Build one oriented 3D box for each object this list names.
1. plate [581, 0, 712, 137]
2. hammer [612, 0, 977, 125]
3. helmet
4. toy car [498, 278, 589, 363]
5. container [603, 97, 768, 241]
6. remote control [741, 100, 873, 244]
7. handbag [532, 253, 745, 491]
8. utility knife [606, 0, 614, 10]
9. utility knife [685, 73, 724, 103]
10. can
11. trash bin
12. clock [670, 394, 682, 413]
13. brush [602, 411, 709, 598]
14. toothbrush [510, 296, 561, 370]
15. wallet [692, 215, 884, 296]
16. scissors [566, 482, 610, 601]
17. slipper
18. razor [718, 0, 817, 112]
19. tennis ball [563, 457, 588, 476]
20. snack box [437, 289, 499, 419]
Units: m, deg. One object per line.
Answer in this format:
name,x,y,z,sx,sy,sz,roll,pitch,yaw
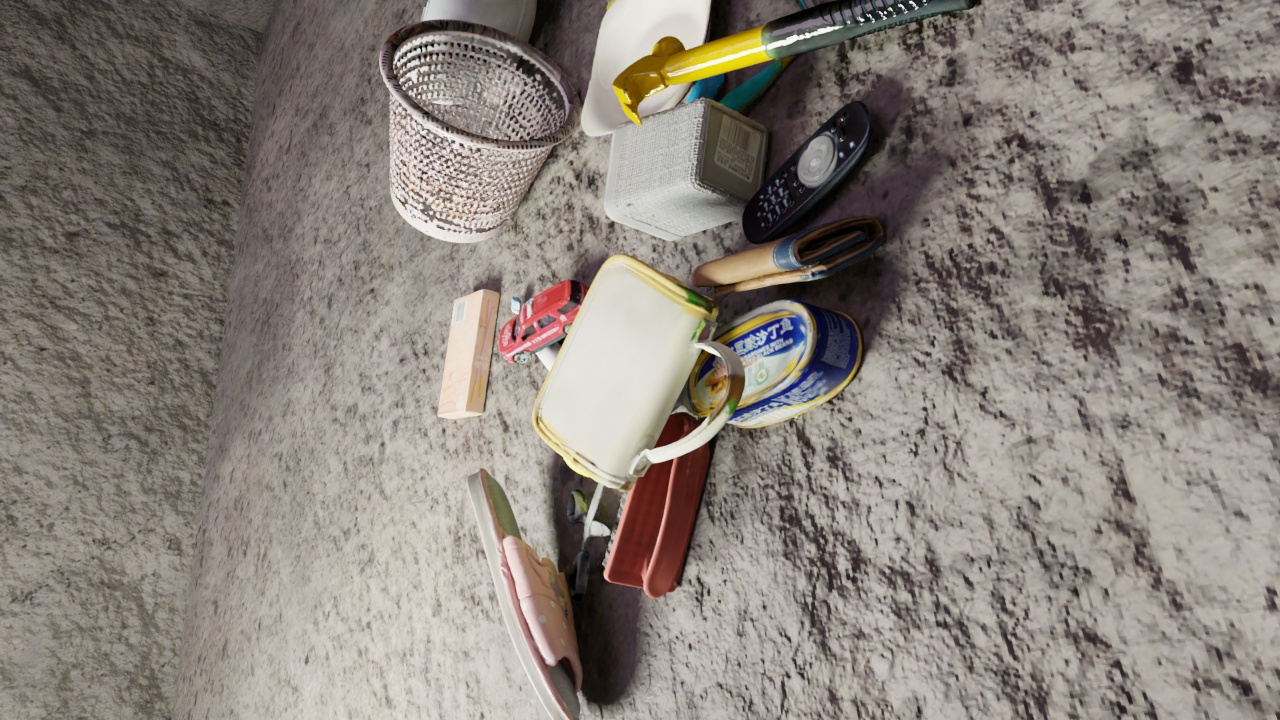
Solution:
plate,0.014,-0.297,0.897,0.165,0.034,0.163,-2,73,46
hammer,0.100,-0.241,0.695,0.301,0.033,0.128,-3,38,39
helmet,-0.215,-0.442,1.193,0.258,0.146,0.229,-60,20,-4
toy car,-0.102,-0.042,0.957,0.121,0.045,0.052,-31,40,23
container,0.041,-0.161,0.779,0.114,0.090,0.090,-4,76,52
remote control,0.128,-0.138,0.697,0.137,0.024,0.053,-43,44,38
handbag,0.009,0.020,0.700,0.179,0.063,0.163,35,102,48
utility knife,-0.018,-0.362,0.999,0.033,0.015,0.192,-48,43,32
utility knife,0.034,-0.204,0.865,0.162,0.018,0.034,-59,25,26
can,0.092,0.005,0.678,0.149,0.049,0.074,-27,57,49
trash bin,-0.206,-0.255,1.086,0.193,0.227,0.227,120,145,-45
clock,-0.005,0.005,0.814,0.122,0.055,0.082,8,86,54
brush,0.020,0.113,0.736,0.069,0.063,0.146,15,90,68
toothbrush,-0.104,-0.018,0.997,0.221,0.026,0.026,-132,38,-52
wallet,0.104,-0.074,0.658,0.115,0.090,0.033,-6,103,55
scissors,-0.046,0.149,0.819,0.159,0.014,0.179,-118,35,-62
slipper,-0.099,0.210,0.848,0.054,0.114,0.274,-25,52,-5
razor,0.102,-0.242,0.767,0.133,0.028,0.043,-41,60,34
tennis ball,-0.041,0.074,0.835,0.066,0.065,0.065,-25,59,50
snack box,-0.218,-0.007,1.159,0.085,0.026,0.157,-10,71,54
